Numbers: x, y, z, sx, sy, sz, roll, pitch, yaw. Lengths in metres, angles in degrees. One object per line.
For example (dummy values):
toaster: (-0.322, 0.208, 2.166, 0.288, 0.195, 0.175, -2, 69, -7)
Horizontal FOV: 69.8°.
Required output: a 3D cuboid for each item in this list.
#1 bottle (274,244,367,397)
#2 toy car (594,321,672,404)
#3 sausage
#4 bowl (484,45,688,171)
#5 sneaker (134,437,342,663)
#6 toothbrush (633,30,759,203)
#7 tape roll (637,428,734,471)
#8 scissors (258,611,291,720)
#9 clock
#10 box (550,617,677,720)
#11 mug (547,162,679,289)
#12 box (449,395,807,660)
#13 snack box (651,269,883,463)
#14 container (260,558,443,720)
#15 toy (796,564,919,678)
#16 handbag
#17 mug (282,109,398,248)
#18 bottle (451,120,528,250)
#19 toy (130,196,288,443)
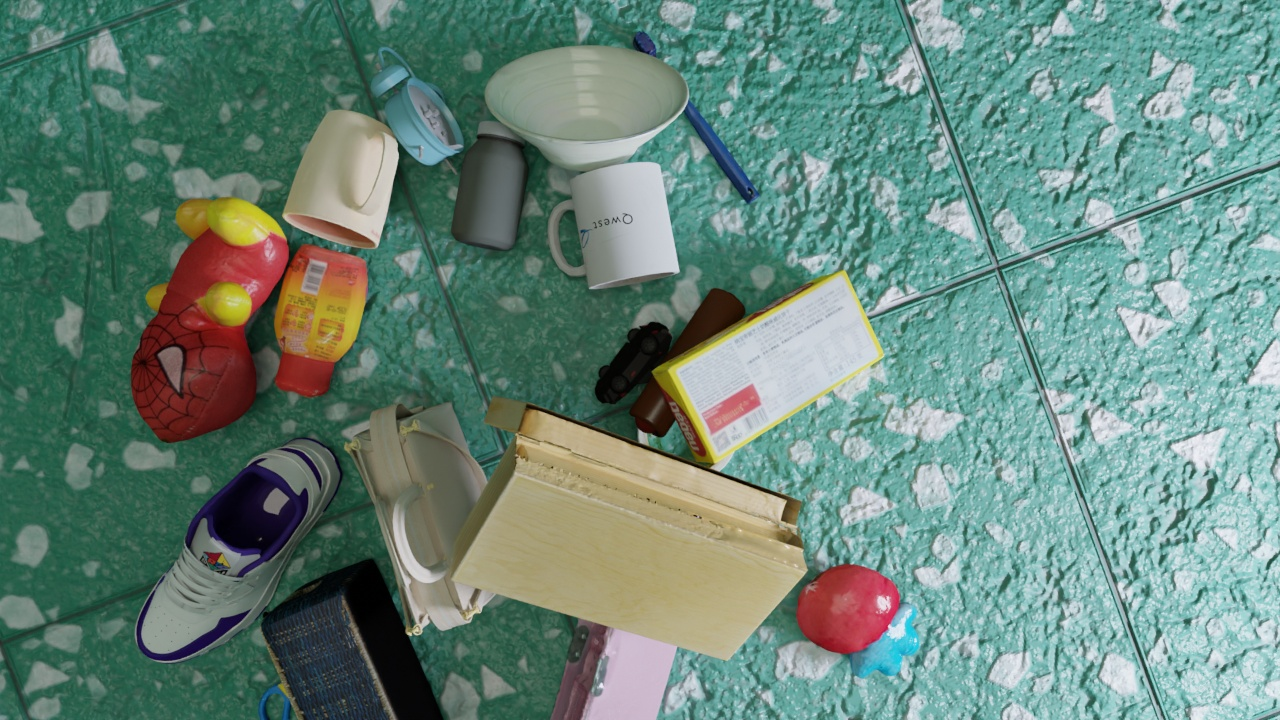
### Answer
bottle: (-0.294, -0.034, 0.833, 0.071, 0.048, 0.134, 14, 90, -4)
toy car: (-0.005, 0.005, 0.848, 0.036, 0.042, 0.091, 38, 89, -24)
sausage: (0.044, 0.001, 0.835, 0.040, 0.040, 0.155, 35, 76, -2)
bowl: (-0.047, -0.214, 0.813, 0.176, 0.176, 0.058, -1, 134, -2)
sneaker: (-0.363, 0.176, 0.802, 0.092, 0.111, 0.244, 38, 89, -2)
toothbrush: (0.052, -0.228, 0.857, 0.016, 0.017, 0.190, -36, 92, -1)
tape roll: (0.044, 0.067, 0.860, 0.094, 0.019, 0.094, 0, 91, -1)
scissors: (-0.310, 0.287, 0.854, 0.109, 0.018, 0.131, 9, 92, -5)
clock: (-0.197, -0.227, 0.813, 0.042, 0.087, 0.123, -29, 78, 17)
box: (-0.022, 0.269, 0.853, 0.099, 0.080, 0.232, 14, 91, -37)
mug: (-0.031, -0.116, 0.832, 0.120, 0.083, 0.096, -10, 91, 27)
box: (-0.005, 0.119, 0.736, 0.248, 0.142, 0.178, 21, 51, -20)
snack box: (0.116, 0.003, 0.818, 0.200, 0.042, 0.092, -29, 96, -19)
container: (-0.238, 0.278, 0.791, 0.071, 0.145, 0.187, -23, 91, -5)
toy: (0.205, 0.240, 0.850, 0.133, 0.062, 0.092, 42, 102, -19)
handbag: (-0.183, 0.131, 0.764, 0.101, 0.198, 0.194, -18, 91, -2)
mug: (-0.251, -0.162, 0.807, 0.085, 0.112, 0.104, 21, 77, -44)
bottle: (-0.134, -0.157, 0.831, 0.060, 0.060, 0.108, 10, 90, -2)
toy: (-0.374, -0.032, 0.798, 0.098, 0.148, 0.216, 14, 88, -36)
